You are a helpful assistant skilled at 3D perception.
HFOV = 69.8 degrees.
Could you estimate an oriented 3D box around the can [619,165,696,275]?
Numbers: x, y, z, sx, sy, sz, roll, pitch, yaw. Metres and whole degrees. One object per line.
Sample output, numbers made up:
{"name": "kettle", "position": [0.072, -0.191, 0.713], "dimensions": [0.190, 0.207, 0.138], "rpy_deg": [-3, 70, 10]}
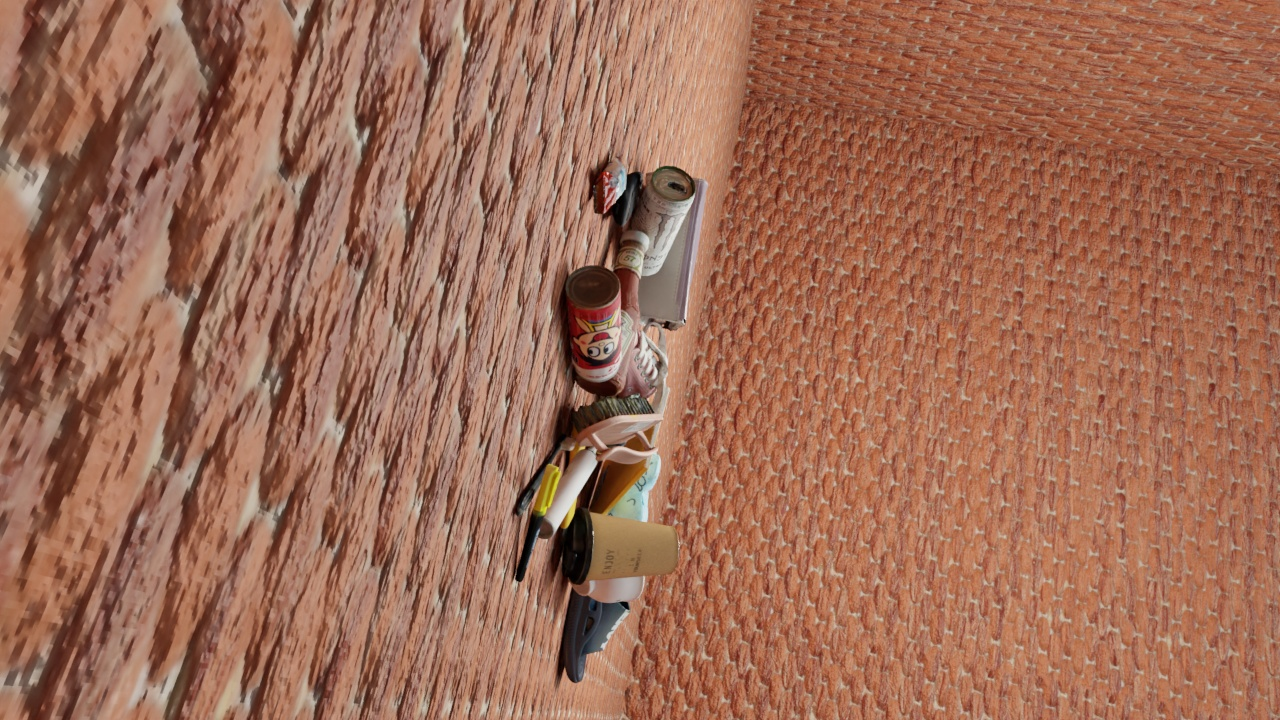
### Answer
{"name": "can", "position": [0.019, -0.167, 1.118], "dimensions": [0.147, 0.058, 0.058], "rpy_deg": [118, -11, -54]}

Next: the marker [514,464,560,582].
{"name": "marker", "position": [-0.099, 0.156, 0.873], "dimensions": [0.018, 0.015, 0.124], "rpy_deg": [-34, 143, -72]}

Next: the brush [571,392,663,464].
{"name": "brush", "position": [-0.025, 0.079, 1.016], "dimensions": [0.073, 0.063, 0.145], "rpy_deg": [64, 19, 12]}

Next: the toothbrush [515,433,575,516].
{"name": "toothbrush", "position": [-0.094, 0.112, 0.914], "dimensions": [0.180, 0.018, 0.016], "rpy_deg": [-58, 165, -70]}

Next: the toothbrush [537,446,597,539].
{"name": "toothbrush", "position": [-0.068, 0.122, 1.008], "dimensions": [0.026, 0.027, 0.220], "rpy_deg": [54, 28, -12]}

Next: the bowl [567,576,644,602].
{"name": "bowl", "position": [-0.057, 0.275, 1.209], "dimensions": [0.064, 0.118, 0.118], "rpy_deg": [-19, 128, -39]}

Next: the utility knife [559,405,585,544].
{"name": "utility knife", "position": [-0.080, 0.134, 1.070], "dimensions": [0.033, 0.015, 0.177], "rpy_deg": [-34, 136, -70]}

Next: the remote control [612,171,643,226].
{"name": "remote control", "position": [-0.017, -0.190, 1.067], "dimensions": [0.136, 0.024, 0.053], "rpy_deg": [-72, 175, -69]}

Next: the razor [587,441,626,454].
{"name": "razor", "position": [-0.042, 0.096, 1.192], "dimensions": [0.067, 0.062, 0.167], "rpy_deg": [-48, 172, -10]}

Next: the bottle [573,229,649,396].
{"name": "bottle", "position": [-0.026, -0.059, 1.052], "dimensions": [0.060, 0.060, 0.205], "rpy_deg": [88, 14, -62]}

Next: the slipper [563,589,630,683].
{"name": "slipper", "position": [-0.055, 0.339, 1.336], "dimensions": [0.110, 0.083, 0.268], "rpy_deg": [43, 56, -80]}

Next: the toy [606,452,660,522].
{"name": "toy", "position": [-0.017, 0.195, 1.271], "dimensions": [0.156, 0.050, 0.161], "rpy_deg": [-58, -159, 10]}

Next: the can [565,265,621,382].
{"name": "can", "position": [-0.046, -0.034, 0.926], "dimensions": [0.133, 0.053, 0.053], "rpy_deg": [91, 11, -56]}

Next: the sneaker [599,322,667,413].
{"name": "sneaker", "position": [-0.007, 0.007, 1.186], "dimensions": [0.241, 0.088, 0.118], "rpy_deg": [93, 10, -56]}

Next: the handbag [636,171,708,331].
{"name": "handbag", "position": [0.034, -0.146, 1.268], "dimensions": [0.145, 0.098, 0.197], "rpy_deg": [33, 66, -81]}

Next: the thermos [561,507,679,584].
{"name": "thermos", "position": [-0.029, 0.231, 1.132], "dimensions": [0.093, 0.143, 0.093], "rpy_deg": [-173, -89, -71]}

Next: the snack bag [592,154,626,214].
{"name": "snack bag", "position": [-0.030, -0.185, 0.955], "dimensions": [0.105, 0.026, 0.045], "rpy_deg": [-69, 158, -65]}

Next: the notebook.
{"name": "notebook", "position": [-0.023, 0.142, 1.260], "dimensions": [0.207, 0.010, 0.145], "rpy_deg": [-53, -165, 44]}
